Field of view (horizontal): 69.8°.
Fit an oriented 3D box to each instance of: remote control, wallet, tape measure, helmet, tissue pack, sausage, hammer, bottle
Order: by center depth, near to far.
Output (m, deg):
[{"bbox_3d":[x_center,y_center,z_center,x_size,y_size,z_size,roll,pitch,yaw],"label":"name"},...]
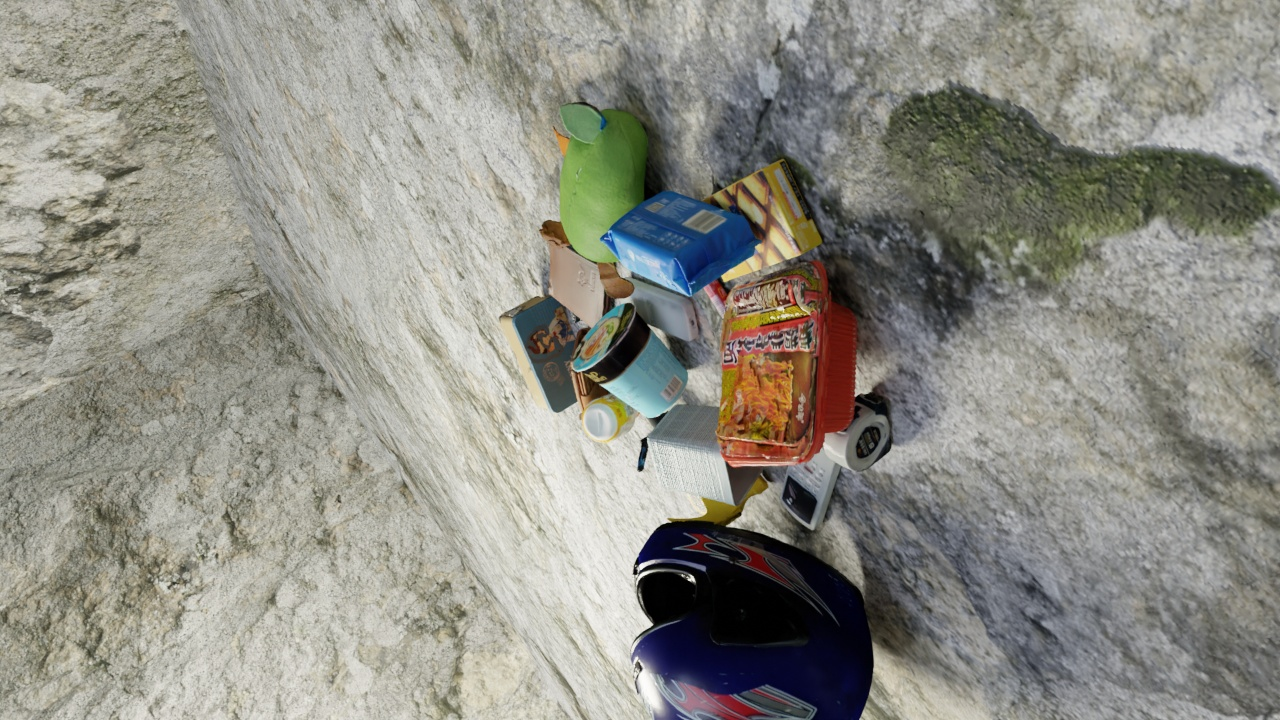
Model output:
[{"bbox_3d":[0.210,0.073,0.892,0.033,0.065,0.066,28,140,50],"label":"tape measure"},{"bbox_3d":[0.036,-0.116,0.901,0.157,0.094,0.052,31,148,47],"label":"tissue pack"},{"bbox_3d":[0.090,-0.064,1.015,0.156,0.020,0.020,58,154,2],"label":"sausage"},{"bbox_3d":[0.192,0.134,1.041,0.058,0.021,0.150,43,149,31],"label":"remote control"},{"bbox_3d":[0.107,0.346,1.076,0.316,0.239,0.248,15,138,21],"label":"helmet"},{"bbox_3d":[0.021,-0.065,1.135,0.136,0.020,0.056,25,139,49],"label":"remote control"},{"bbox_3d":[0.037,0.094,1.210,0.300,0.129,0.033,55,-168,30],"label":"hammer"},{"bbox_3d":[-0.081,-0.106,1.245,0.101,0.032,0.125,35,143,24],"label":"wallet"},{"bbox_3d":[0.090,0.185,1.267,0.060,0.028,0.057,54,153,11],"label":"tape measure"},{"bbox_3d":[-0.036,0.077,1.290,0.063,0.108,0.063,4,100,23],"label":"bottle"},{"bbox_3d":[-0.074,0.033,1.339,0.107,0.031,0.132,-81,-19,-58],"label":"wallet"}]

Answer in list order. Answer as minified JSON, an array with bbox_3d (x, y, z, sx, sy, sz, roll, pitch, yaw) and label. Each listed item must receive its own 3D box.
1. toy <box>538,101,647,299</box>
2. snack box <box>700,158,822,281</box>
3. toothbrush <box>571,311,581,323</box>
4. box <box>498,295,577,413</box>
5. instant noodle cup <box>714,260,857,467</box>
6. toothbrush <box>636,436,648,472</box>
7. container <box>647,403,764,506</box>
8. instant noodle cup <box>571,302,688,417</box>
[{"bbox_3d":[-0.044,-0.186,1.048,0.227,0.089,0.247,48,149,20],"label":"toy"},{"bbox_3d":[0.109,-0.133,0.896,0.087,0.033,0.141,64,156,-7],"label":"snack box"},{"bbox_3d":[-0.097,-0.130,1.283,0.014,0.017,0.189,28,139,34],"label":"toothbrush"},{"bbox_3d":[-0.142,-0.005,1.413,0.062,0.089,0.184,6,125,58],"label":"box"},{"bbox_3d":[0.142,0.011,0.880,0.165,0.079,0.188,-10,73,63],"label":"instant noodle cup"},{"bbox_3d":[0.005,0.131,1.274,0.016,0.014,0.189,61,-174,-6],"label":"toothbrush"},{"bbox_3d":[0.077,0.108,1.098,0.112,0.089,0.090,6,125,32],"label":"container"},{"bbox_3d":[-0.007,0.007,1.150,0.120,0.111,0.111,42,160,-21],"label":"instant noodle cup"}]
